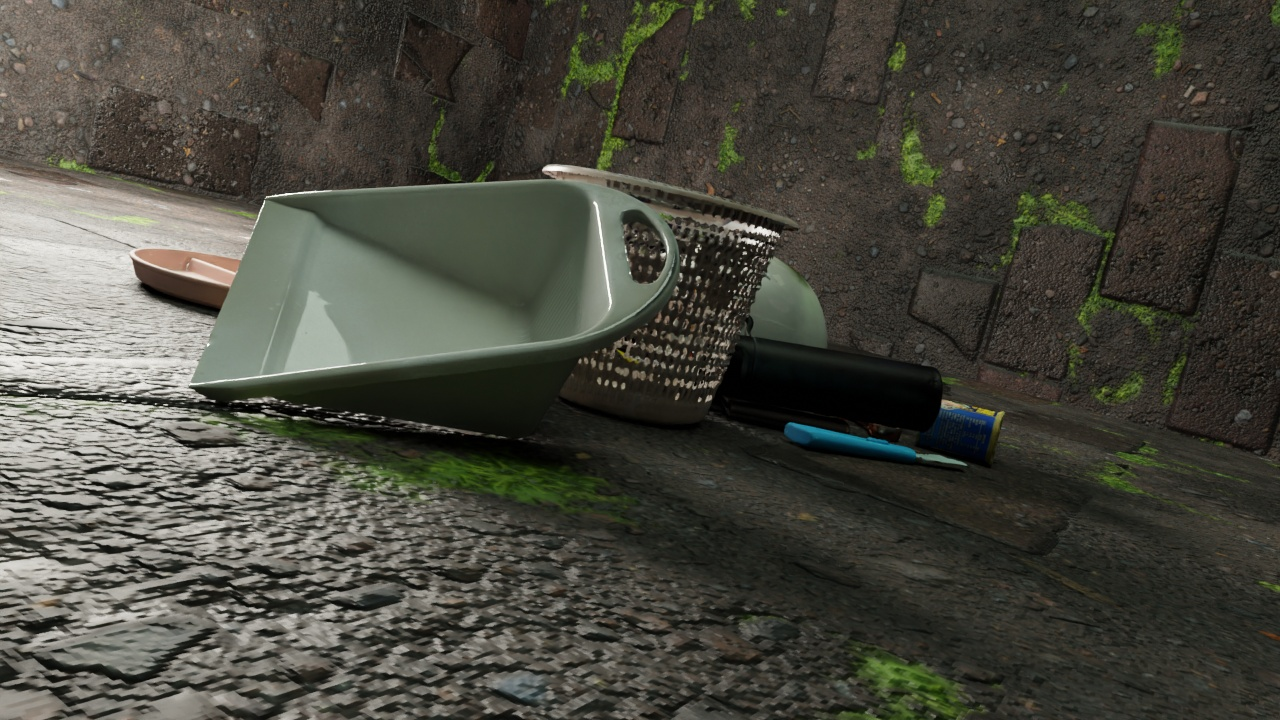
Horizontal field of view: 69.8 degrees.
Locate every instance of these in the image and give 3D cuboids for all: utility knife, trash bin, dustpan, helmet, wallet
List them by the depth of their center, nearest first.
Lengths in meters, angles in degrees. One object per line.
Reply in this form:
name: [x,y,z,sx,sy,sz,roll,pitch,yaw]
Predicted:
dustpan: [-0.117,-0.064,0.600,0.257,0.143,0.222,18,34,-22]
trash bin: [0.006,-0.054,0.810,0.227,0.192,0.227,13,7,-2]
utility knife: [0.234,0.086,0.878,0.216,0.018,0.034,12,6,-26]
wallet: [0.144,0.056,0.939,0.122,0.020,0.096,13,3,-3]
helmet: [0.094,-0.057,1.057,0.274,0.157,0.229,21,3,24]

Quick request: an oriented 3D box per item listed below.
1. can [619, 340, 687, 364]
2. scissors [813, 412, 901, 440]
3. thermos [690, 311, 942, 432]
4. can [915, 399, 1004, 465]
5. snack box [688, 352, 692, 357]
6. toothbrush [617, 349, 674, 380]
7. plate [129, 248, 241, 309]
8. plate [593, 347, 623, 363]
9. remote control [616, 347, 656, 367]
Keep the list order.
can: [-0.008,-0.032,1.194,0.147,0.058,0.058,10,7,-25]
scissors: [0.239,0.061,1.101,0.204,0.015,0.203,7,9,-43]
thermos: [0.175,0.008,0.920,0.242,0.089,0.068,11,-18,-6]
can: [0.362,0.077,1.039,0.083,0.057,0.102,14,6,22]
snack box: [0.060,-0.037,1.301,0.091,0.082,0.080,5,21,-48]
toothbrush: [-0.008,-0.002,0.969,0.190,0.016,0.016,25,-14,22]
plate: [-0.380,-0.072,0.911,0.229,0.028,0.229,14,7,-2]
plate: [-0.095,-0.028,0.963,0.179,0.024,0.179,28,-12,6]
remote control: [-0.006,0.006,1.024,0.053,0.024,0.136,15,5,-43]
